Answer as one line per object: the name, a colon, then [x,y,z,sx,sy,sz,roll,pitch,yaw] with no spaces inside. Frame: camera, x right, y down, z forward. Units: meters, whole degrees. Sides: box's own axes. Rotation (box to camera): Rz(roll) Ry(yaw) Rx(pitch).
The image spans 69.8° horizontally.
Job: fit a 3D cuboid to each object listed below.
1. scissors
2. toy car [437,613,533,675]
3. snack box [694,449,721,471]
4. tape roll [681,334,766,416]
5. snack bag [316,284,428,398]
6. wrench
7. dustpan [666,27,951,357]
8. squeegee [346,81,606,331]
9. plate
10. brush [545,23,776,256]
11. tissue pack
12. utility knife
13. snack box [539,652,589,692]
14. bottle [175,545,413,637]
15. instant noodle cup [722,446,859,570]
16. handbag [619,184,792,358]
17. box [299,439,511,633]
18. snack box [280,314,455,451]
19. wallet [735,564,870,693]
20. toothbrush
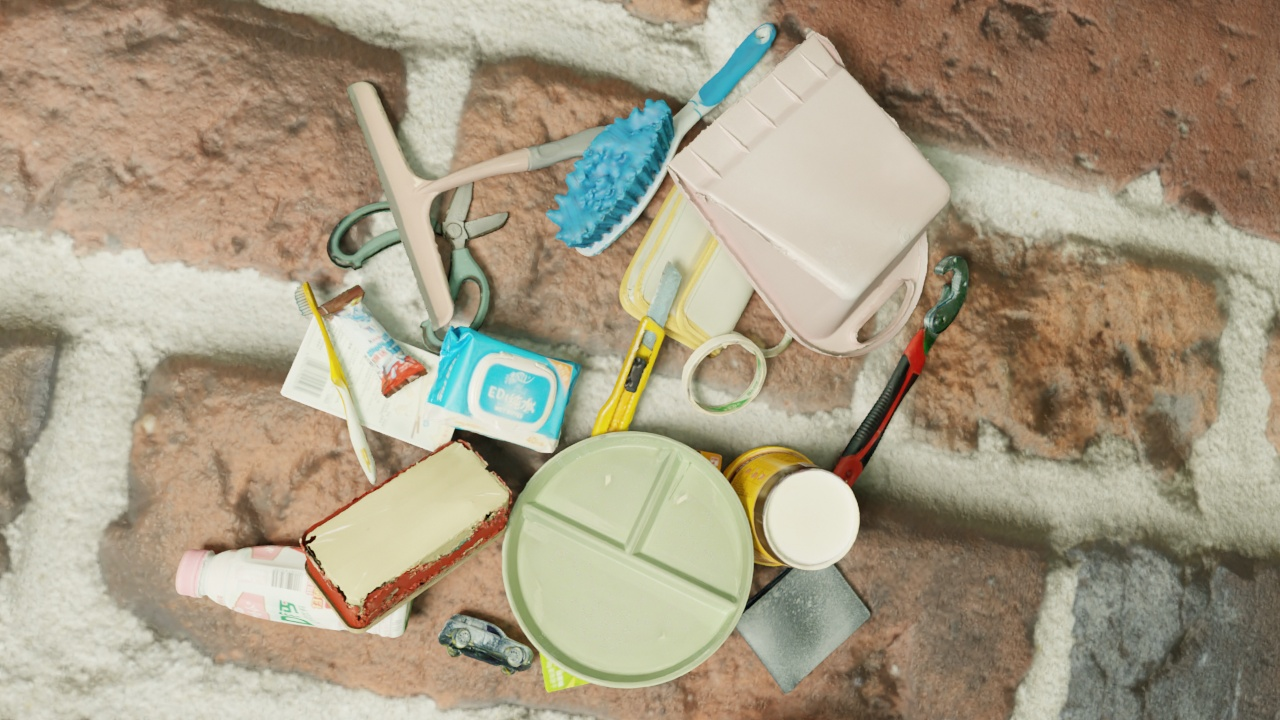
scissors: [-0.211,-0.098,0.857,0.181,0.019,0.170,12,80,-9]
toy car: [-0.143,0.264,0.853,0.090,0.043,0.034,22,51,-5]
snack box: [0.030,0.159,0.880,0.075,0.026,0.153,12,74,-7]
tape roll: [0.082,0.015,0.895,0.085,0.014,0.086,-10,121,-17]
snack bag: [-0.240,-0.017,0.822,0.048,0.026,0.104,-37,95,-24]
wrench: [0.269,0.015,0.944,0.056,0.016,0.273,32,85,-35]
dustpan: [0.174,-0.139,0.903,0.222,0.139,0.273,-42,82,-16]
squeegee: [-0.117,-0.185,0.864,0.249,0.040,0.247,-20,83,-16]
plate: [-0.012,0.179,0.841,0.230,0.027,0.230,-2,74,7]
brush: [0.028,-0.226,0.883,0.060,0.109,0.314,36,89,18]
tissue pack: [-0.124,0.027,0.833,0.140,0.063,0.090,20,85,-35]
utility knife: [-0.005,0.005,0.864,0.033,0.015,0.209,18,105,-12]
snack box: [-0.021,0.258,0.883,0.156,0.026,0.086,-8,90,-11]
bottle: [-0.302,0.200,0.813,0.197,0.068,0.068,9,87,-7]
instant noodle cup: [0.142,0.143,0.873,0.118,0.114,0.118,1,87,-11]
handbag: [0.089,-0.085,0.900,0.178,0.063,0.163,29,85,-12]
box: [-0.196,0.145,0.788,0.167,0.076,0.091,-33,66,-32]
snack box: [-0.239,0.021,0.847,0.156,0.027,0.084,22,84,-10]
wallet: [0.162,0.259,0.924,0.120,0.019,0.097,-38,97,-11]
toothbrush: [-0.272,0.021,0.820,0.018,0.016,0.191,-19,91,0]
